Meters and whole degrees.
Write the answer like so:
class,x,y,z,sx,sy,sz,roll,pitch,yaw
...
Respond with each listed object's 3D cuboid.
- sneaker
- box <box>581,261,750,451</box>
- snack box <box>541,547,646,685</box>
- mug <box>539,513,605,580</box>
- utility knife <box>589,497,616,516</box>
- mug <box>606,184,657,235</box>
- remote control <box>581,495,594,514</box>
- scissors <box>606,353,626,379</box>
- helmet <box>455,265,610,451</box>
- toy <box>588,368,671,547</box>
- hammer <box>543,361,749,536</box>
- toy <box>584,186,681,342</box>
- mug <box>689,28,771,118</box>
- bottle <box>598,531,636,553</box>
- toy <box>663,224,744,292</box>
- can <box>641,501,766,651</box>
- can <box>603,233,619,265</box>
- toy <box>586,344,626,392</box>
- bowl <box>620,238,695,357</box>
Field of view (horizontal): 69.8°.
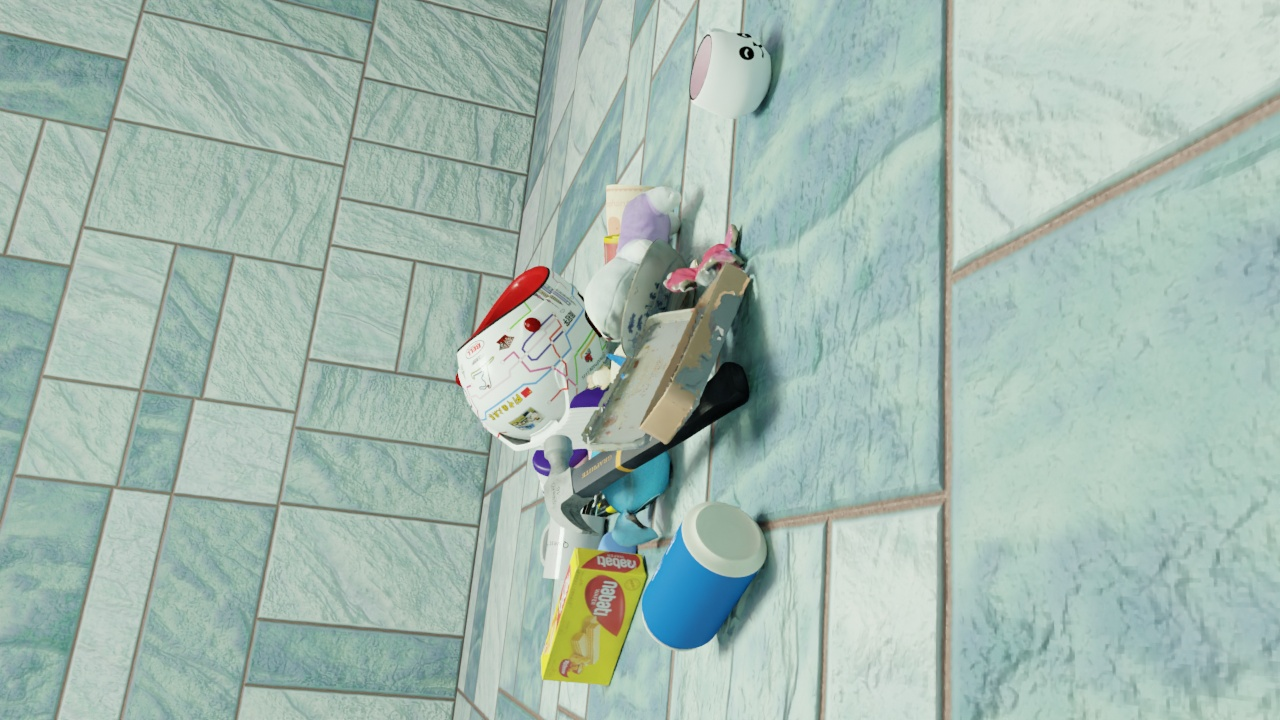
class,x,y,z,sx,sy,sz,roll,pitch,yaw
sneaker,-0.067,0.128,1.297,0.243,0.092,0.111,-51,-41,-53
box,0.031,0.000,0.927,0.157,0.071,0.215,-20,29,36
snack box,-0.062,0.332,1.182,0.042,0.092,0.201,-104,27,-59
mug,-0.112,0.283,1.388,0.120,0.083,0.096,-9,70,46
utility knife,-0.054,0.221,1.377,0.234,0.020,0.028,131,149,-69
mug,0.000,-0.201,1.338,0.112,0.085,0.104,11,101,47
remote control,-0.084,0.223,1.450,0.045,0.021,0.140,-161,86,-86
scissors,-0.007,0.012,1.257,0.125,0.014,0.130,-48,40,15
helmet,-0.162,0.004,1.506,0.232,0.236,0.313,-34,17,26
toy,-0.018,0.113,1.140,0.191,0.099,0.224,174,96,-79
hammer,-0.002,0.088,0.998,0.313,0.035,0.139,-37,48,37
toy,-0.010,-0.121,1.184,0.138,0.085,0.209,85,-153,-77
mug,0.100,-0.324,1.011,0.090,0.076,0.123,118,157,-51
bottle,-0.045,0.289,1.233,0.048,0.048,0.131,-99,23,-51
toy,0.076,-0.100,1.020,0.103,0.050,0.065,-26,32,31
can,0.055,0.199,0.840,0.078,0.079,0.146,-96,21,-46
can,-0.017,-0.117,1.292,0.066,0.066,0.124,-131,38,-72
toy,-0.023,0.014,1.310,0.113,0.050,0.087,-35,43,37
bowl,0.030,-0.068,1.109,0.150,0.057,0.150,18,-91,-76
